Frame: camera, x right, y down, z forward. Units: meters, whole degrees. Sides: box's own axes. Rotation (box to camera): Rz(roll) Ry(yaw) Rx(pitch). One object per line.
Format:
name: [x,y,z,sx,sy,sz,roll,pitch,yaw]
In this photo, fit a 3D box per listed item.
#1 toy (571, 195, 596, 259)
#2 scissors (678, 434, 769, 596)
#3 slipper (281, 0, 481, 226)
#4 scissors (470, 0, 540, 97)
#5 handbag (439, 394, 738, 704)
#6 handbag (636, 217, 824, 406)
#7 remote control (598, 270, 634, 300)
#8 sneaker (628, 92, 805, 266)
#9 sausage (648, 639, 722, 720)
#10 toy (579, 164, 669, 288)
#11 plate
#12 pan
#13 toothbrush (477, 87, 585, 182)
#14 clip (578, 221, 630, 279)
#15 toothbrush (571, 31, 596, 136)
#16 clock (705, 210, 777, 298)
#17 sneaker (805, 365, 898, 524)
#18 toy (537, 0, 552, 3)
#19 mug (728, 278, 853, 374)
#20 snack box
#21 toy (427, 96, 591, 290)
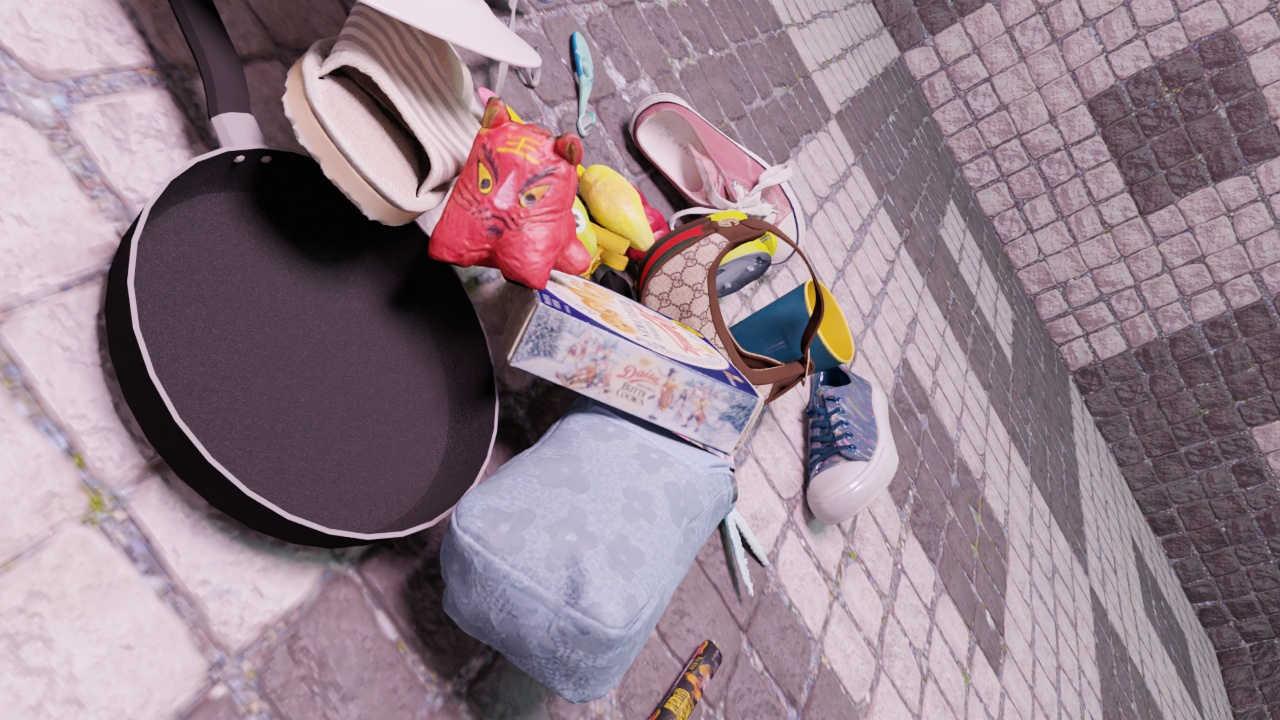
toy: [-0.081,-0.117,0.654,0.092,0.043,0.118,-25,85,-50]
scissors: [0.065,0.096,0.740,0.170,0.014,0.168,54,24,-26]
slipper: [-0.137,-0.163,0.549,0.114,0.054,0.272,57,14,-26]
scissors: [-0.099,-0.259,0.706,0.141,0.014,0.175,1,97,-78]
handbag: [-0.028,0.100,0.500,0.122,0.119,0.191,28,31,8]
handbag: [0.073,-0.030,0.709,0.063,0.138,0.166,-94,165,-62]
remote control: [-0.004,0.004,0.705,0.041,0.020,0.151,24,48,-65]
sneaker: [0.087,-0.164,0.899,0.241,0.118,0.087,35,20,-32]
sausage: [0.022,0.220,0.581,0.020,0.020,0.155,63,30,-2]
toy: [-0.003,-0.106,0.753,0.137,0.067,0.105,42,12,-36]
plate: [-0.162,-0.233,0.519,0.242,0.016,0.242,27,20,-11]
pan: [-0.188,-0.075,0.455,0.203,0.044,0.355,-22,86,-60]
toothbrush: [-0.083,-0.170,0.706,0.135,0.016,0.021,31,49,-52]
clip: [-0.039,-0.079,0.700,0.054,0.048,0.045,27,10,10]
toothbrush: [-0.051,-0.256,0.834,0.022,0.017,0.135,27,46,-41]
clock: [0.082,-0.095,0.856,0.118,0.083,0.057,3,58,-54]
sneaker: [0.201,0.069,0.918,0.079,0.088,0.234,50,29,-12]
toy: [-0.140,-0.378,0.709,0.222,0.120,0.170,63,27,-17]
mug: [0.113,-0.010,0.796,0.078,0.122,0.078,37,39,-37]
snack box: [-0.013,-0.009,0.569,0.145,0.043,0.144,23,12,-17]
toy: [-0.064,-0.098,0.530,0.088,0.094,0.133,13,13,-6]
